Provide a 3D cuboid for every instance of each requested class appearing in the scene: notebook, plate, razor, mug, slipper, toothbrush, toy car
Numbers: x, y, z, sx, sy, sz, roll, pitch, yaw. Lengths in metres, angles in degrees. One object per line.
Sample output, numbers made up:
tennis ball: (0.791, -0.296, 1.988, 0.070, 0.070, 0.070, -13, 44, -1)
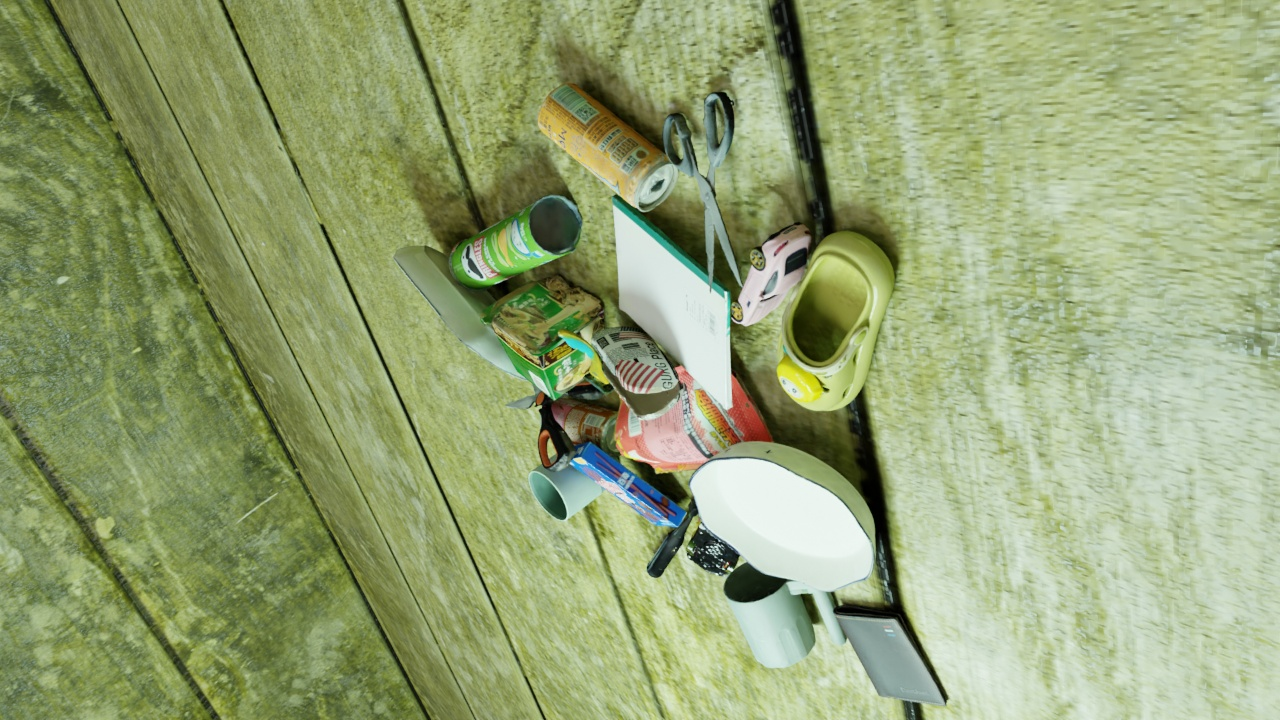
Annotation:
notebook: (0.030, -0.062, 0.939, 0.209, 0.012, 0.151, 46, 152, 42)
plate: (-0.227, -0.073, 1.232, 0.265, 0.034, 0.162, 46, -170, 29)
razor: (-0.066, -0.005, 1.069, 0.043, 0.028, 0.132, 39, 170, 33)
mug: (0.171, 0.294, 1.076, 0.124, 0.083, 0.103, -12, 113, 30)
mug: (-0.096, 0.158, 1.273, 0.112, 0.106, 0.082, -2, 118, 54)
slipper: (0.153, -0.024, 0.792, 0.091, 0.081, 0.191, 41, 144, 27)
toothbrush: (0.046, 0.241, 1.238, 0.213, 0.026, 0.027, 112, 151, -52)
toy car: (0.098, 0.210, 1.110, 0.071, 0.041, 0.156, 26, 140, 8)
plate: (0.150, 0.158, 0.953, 0.205, 0.045, 0.205, 24, 145, 18)
toy car: (0.118, -0.072, 0.817, 0.037, 0.056, 0.123, 50, 150, 23)

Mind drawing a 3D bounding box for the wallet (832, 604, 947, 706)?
wallet: (0.274, 0.325, 1.011, 0.097, 0.020, 0.122, -13, 110, 57)

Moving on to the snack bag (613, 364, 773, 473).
snack bag: (0.054, 0.066, 1.030, 0.208, 0.073, 0.128, -24, 91, 52)

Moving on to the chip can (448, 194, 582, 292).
chip can: (-0.156, -0.138, 1.113, 0.237, 0.072, 0.072, -11, 109, 56)

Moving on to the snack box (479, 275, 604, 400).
snack box: (-0.110, -0.022, 1.121, 0.118, 0.117, 0.106, 34, 147, 37)

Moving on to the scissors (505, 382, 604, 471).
scissors: (-0.114, 0.055, 1.222, 0.224, 0.021, 0.220, -40, 40, 30)

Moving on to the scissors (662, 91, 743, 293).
scissors: (0.060, -0.154, 0.815, 0.172, 0.014, 0.160, 50, 138, 34)

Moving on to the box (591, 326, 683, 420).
box: (-0.006, -0.002, 1.004, 0.079, 0.074, 0.163, 61, 176, -29)

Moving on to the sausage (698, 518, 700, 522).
sausage: (0.091, 0.163, 1.108, 0.020, 0.020, 0.156, 42, 147, 21)

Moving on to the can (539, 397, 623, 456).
can: (-0.072, 0.087, 1.221, 0.147, 0.057, 0.058, 11, 127, 50)

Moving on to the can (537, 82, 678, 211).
can: (-0.033, -0.208, 0.892, 0.146, 0.058, 0.058, 42, 147, 21)

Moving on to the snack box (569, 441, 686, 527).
snack box: (-0.020, 0.162, 1.186, 0.157, 0.026, 0.085, 37, 162, -10)
